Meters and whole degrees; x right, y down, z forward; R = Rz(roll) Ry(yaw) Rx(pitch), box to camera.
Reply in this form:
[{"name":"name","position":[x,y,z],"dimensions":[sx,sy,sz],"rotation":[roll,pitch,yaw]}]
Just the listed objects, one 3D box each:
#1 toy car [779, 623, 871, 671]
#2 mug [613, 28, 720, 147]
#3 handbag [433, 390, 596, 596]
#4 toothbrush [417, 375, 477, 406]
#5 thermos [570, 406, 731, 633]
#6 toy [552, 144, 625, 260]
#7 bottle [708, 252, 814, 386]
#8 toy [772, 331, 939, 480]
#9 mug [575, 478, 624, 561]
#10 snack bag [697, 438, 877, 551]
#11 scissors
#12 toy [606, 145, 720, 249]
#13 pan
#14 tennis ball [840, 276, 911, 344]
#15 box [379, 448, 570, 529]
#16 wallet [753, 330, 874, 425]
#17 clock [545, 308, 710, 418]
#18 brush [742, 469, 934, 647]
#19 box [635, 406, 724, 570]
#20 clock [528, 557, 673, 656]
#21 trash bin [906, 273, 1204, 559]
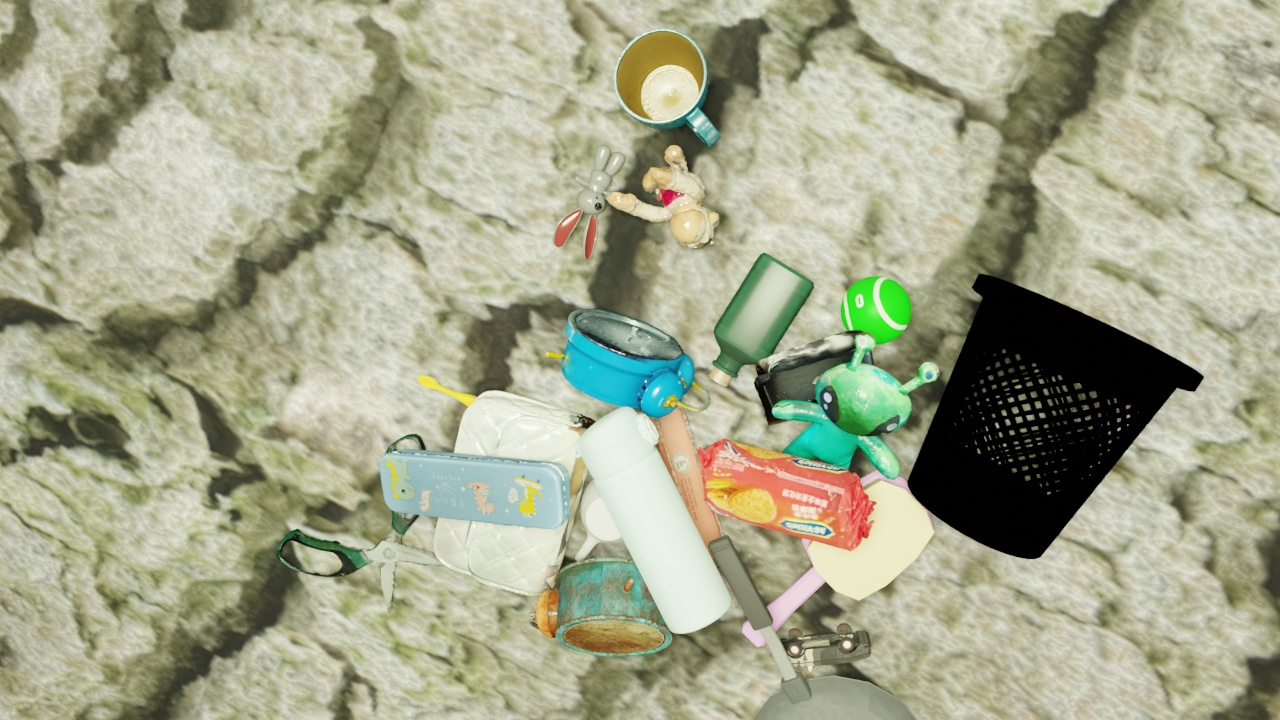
[{"name":"toy car","position":[0.185,0.291,0.923],"dimensions":[0.092,0.040,0.037],"rotation":[-9,95,9]},{"name":"mug","position":[0.033,-0.246,0.862],"dimensions":[0.084,0.104,0.112],"rotation":[-42,91,9]},{"name":"handbag","position":[-0.130,0.135,0.930],"dimensions":[0.139,0.072,0.195],"rotation":[16,103,4]},{"name":"toothbrush","position":[-0.172,0.046,0.965],"dimensions":[0.135,0.016,0.021],"rotation":[26,97,1]},{"name":"thermos","position":[0.011,0.144,0.839],"dimensions":[0.078,0.065,0.207],"rotation":[-25,94,16]},{"name":"toy","position":[-0.049,-0.160,0.919],"dimensions":[0.049,0.030,0.112],"rotation":[21,96,-23]},{"name":"bottle","position":[0.109,-0.034,0.892],"dimensions":[0.061,0.061,0.131],"rotation":[33,99,6]},{"name":"toy","position":[0.194,0.054,0.860],"dimensions":[0.130,0.072,0.194],"rotation":[29,137,5]},{"name":"mug","position":[-0.035,0.161,0.917],"dimensions":[0.071,0.089,0.107],"rotation":[35,99,4]},{"name":"snack bag","position":[0.139,0.126,0.874],"dimensions":[0.177,0.082,0.082],"rotation":[12,97,28]},{"name":"scissors","position":[-0.298,0.171,0.995],"dimensions":[0.202,0.015,0.202],"rotation":[8,95,8]},{"name":"toy","position":[0.032,-0.147,0.896],"dimensions":[0.085,0.074,0.106],"rotation":[-27,114,40]},{"name":"pan","position":[0.154,0.324,0.894],"dimensions":[0.179,0.041,0.357],"rotation":[-24,102,17]},{"name":"tennis ball","position":[0.224,-0.048,0.873],"dimensions":[0.065,0.065,0.065],"rotation":[1,95,8]},{"name":"box","position":[-0.164,0.123,0.881],"dimensions":[0.210,0.037,0.066],"rotation":[2,98,26]},{"name":"wallet","position":[0.169,0.017,0.882],"dimensions":[0.115,0.089,0.026],"rotation":[-17,50,8]},{"name":"clock","position":[-0.005,0.005,0.887],"dimensions":[0.161,0.116,0.060],"rotation":[24,109,10]},{"name":"brush","position":[0.189,0.208,0.913],"dimensions":[0.089,0.043,0.229],"rotation":[45,99,2]},{"name":"box","position":[0.038,0.132,0.925],"dimensions":[0.049,0.085,0.187],"rotation":[-15,96,37]},{"name":"clock","position":[-0.040,0.246,0.917],"dimensions":[0.158,0.121,0.073],"rotation":[-25,47,30]},{"name":"trash bin","position":[0.345,0.055,0.816],"dimensions":[0.195,0.195,0.200],"rotation":[25,108,5]}]
